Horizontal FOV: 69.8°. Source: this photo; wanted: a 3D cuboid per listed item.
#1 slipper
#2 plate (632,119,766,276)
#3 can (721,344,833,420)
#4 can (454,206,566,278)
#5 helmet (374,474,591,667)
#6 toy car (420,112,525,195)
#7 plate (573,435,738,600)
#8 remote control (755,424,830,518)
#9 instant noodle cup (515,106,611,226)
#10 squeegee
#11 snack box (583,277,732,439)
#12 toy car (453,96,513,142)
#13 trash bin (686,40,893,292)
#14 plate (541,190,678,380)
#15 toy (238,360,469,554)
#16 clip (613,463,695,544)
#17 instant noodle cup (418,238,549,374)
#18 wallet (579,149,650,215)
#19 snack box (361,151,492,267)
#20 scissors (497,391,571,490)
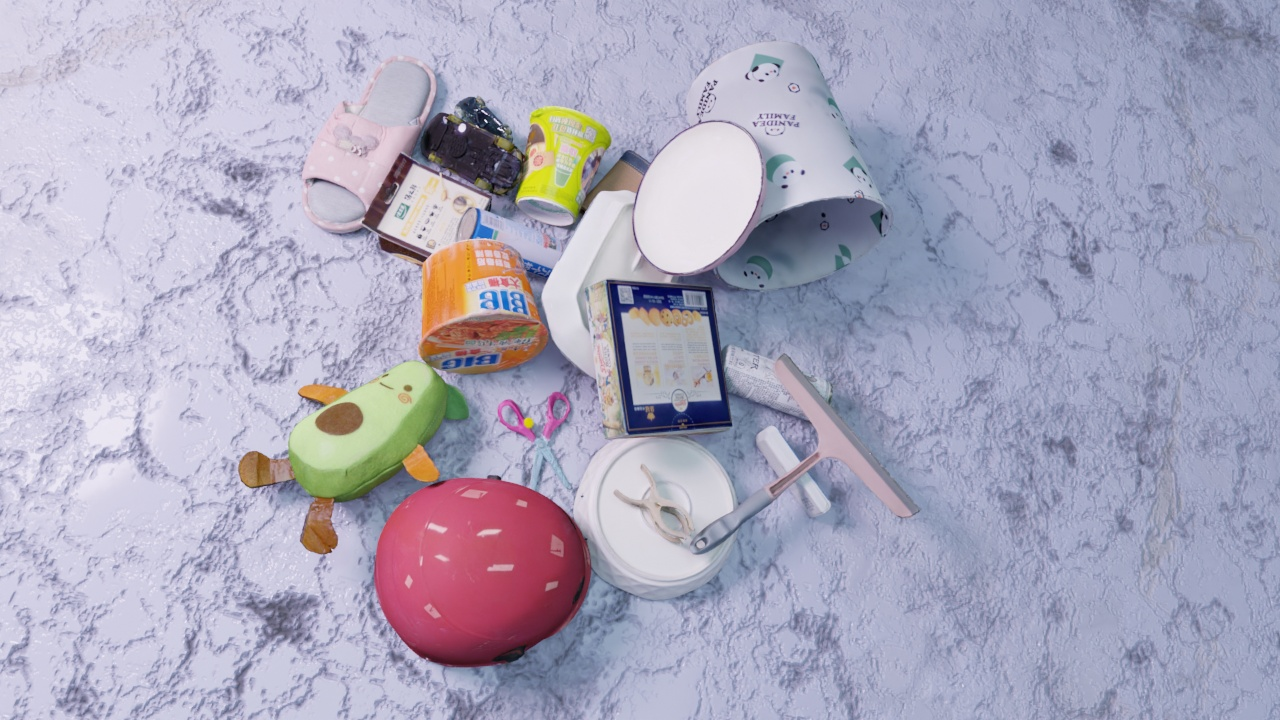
[{"bbox_3d":[-0.339,-0.282,1.161,0.114,0.055,0.273,24,68,-5],"label":"slipper"},{"bbox_3d":[0.074,-0.188,1.088,0.039,0.193,0.192,19,63,-46],"label":"plate"},{"bbox_3d":[0.167,0.030,1.171,0.146,0.058,0.058,20,69,-6],"label":"can"},{"bbox_3d":[-0.157,-0.143,1.133,0.134,0.053,0.053,18,67,-33],"label":"can"},{"bbox_3d":[-0.168,0.217,0.980,0.240,0.144,0.206,-6,72,-9],"label":"helmet"},{"bbox_3d":[-0.215,-0.265,1.168,0.158,0.042,0.070,32,97,23],"label":"toy car"},{"bbox_3d":[0.024,0.178,1.097,0.204,0.046,0.204,4,72,-12],"label":"plate"},{"bbox_3d":[0.188,0.139,1.145,0.024,0.049,0.125,-33,81,-18],"label":"remote control"},{"bbox_3d":[-0.106,-0.244,1.179,0.111,0.112,0.123,17,76,-7],"label":"instant noodle cup"},{"bbox_3d":[0.155,0.155,1.090,0.249,0.040,0.247,-34,75,-16],"label":"squeegee"},{"bbox_3d":[0.024,-0.001,1.087,0.177,0.046,0.182,0,79,-43],"label":"snack box"},{"bbox_3d":[-0.207,-0.309,1.212,0.042,0.034,0.090,-41,83,-19],"label":"toy car"},{"bbox_3d":[0.176,-0.253,1.187,0.229,0.230,0.251,-8,69,-15],"label":"trash bin"},{"bbox_3d":[-0.022,-0.100,1.129,0.162,0.034,0.265,43,53,-25],"label":"plate"},{"bbox_3d":[-0.310,0.085,1.019,0.227,0.090,0.246,32,58,23],"label":"toy"},{"bbox_3d":[0.019,0.170,1.057,0.070,0.035,0.100,-41,79,-21],"label":"clip"},{"bbox_3d":[-0.190,-0.065,1.079,0.151,0.152,0.111,-6,65,-15],"label":"instant noodle cup"},{"bbox_3d":[-0.017,-0.218,1.227,0.090,0.033,0.115,38,69,4],"label":"wallet"},{"bbox_3d":[-0.265,-0.179,1.144,0.125,0.053,0.113,24,69,-4],"label":"snack box"},{"bbox_3d":[-0.114,0.095,1.110,0.118,0.017,0.133,-32,86,-25],"label":"scissors"}]
